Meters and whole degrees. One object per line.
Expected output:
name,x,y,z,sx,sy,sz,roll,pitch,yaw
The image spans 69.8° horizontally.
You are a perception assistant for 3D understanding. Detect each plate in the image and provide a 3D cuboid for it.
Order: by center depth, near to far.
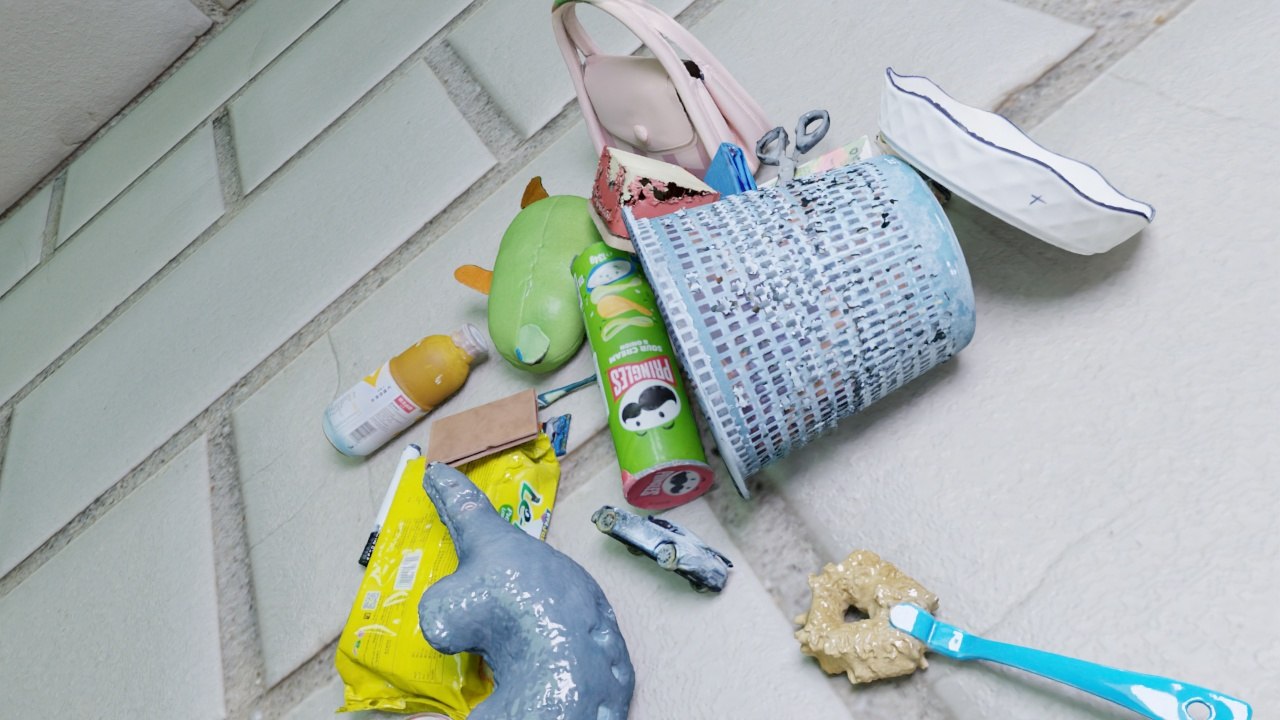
plate,0.253,-0.138,0.641,0.046,0.204,0.204,-63,35,27

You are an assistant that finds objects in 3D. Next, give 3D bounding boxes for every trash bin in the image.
trash bin,0.117,-0.041,0.657,0.195,0.227,0.226,-22,45,3

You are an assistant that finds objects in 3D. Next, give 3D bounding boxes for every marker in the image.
marker,-0.248,0.142,0.908,0.023,0.018,0.130,-13,50,41

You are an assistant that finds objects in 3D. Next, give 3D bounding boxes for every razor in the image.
razor,-0.130,0.078,0.868,0.143,0.022,0.042,-15,47,28

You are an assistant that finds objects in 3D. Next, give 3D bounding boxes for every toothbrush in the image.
toothbrush,-0.097,0.043,0.877,0.192,0.016,0.018,-22,57,21

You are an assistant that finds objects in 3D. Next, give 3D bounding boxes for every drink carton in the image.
drink carton,0.154,-0.142,0.806,0.123,0.053,0.045,-23,46,22

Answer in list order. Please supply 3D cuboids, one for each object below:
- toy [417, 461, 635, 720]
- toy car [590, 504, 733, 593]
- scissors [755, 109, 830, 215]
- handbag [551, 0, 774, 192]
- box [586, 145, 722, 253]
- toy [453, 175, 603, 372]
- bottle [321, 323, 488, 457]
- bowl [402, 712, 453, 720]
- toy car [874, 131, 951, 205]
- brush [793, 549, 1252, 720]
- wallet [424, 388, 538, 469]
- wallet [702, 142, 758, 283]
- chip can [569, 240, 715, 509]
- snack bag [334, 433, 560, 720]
toy,-0.079,0.210,0.649,0.137,0.092,0.356,-12,54,-14
toy car,0.014,0.137,0.687,0.121,0.054,0.036,15,70,44
scissors,0.133,-0.170,0.793,0.145,0.014,0.172,-38,28,-2
handbag,0.003,-0.266,0.884,0.193,0.234,0.093,22,70,45
box,0.008,-0.148,0.807,0.168,0.091,0.079,-116,39,-67
toy,-0.087,-0.093,0.924,0.227,0.090,0.246,1,61,24
bottle,-0.244,0.028,0.959,0.190,0.068,0.068,-35,43,9
bowl,-0.144,0.315,0.654,0.114,0.062,0.113,-19,54,27
toy car,0.226,-0.164,0.777,0.035,0.042,0.090,-41,44,22
brush,0.198,0.166,0.524,0.255,0.046,0.083,4,56,46
wallet,-0.139,0.062,0.813,0.101,0.020,0.115,-19,17,-1
wallet,0.065,-0.112,0.814,0.106,0.040,0.133,-100,27,-47
chip can,-0.005,0.004,0.764,0.072,0.072,0.235,-27,55,17
snack bag,-0.167,0.179,0.781,0.158,0.068,0.245,-10,53,32
